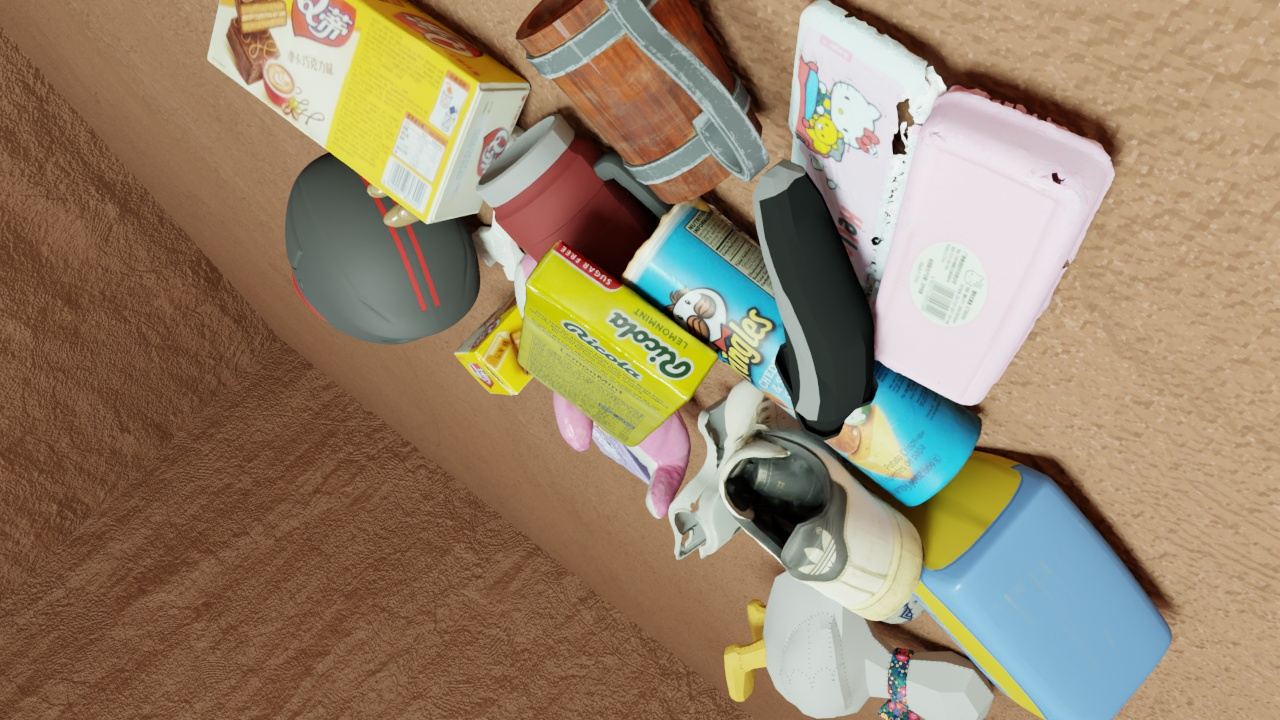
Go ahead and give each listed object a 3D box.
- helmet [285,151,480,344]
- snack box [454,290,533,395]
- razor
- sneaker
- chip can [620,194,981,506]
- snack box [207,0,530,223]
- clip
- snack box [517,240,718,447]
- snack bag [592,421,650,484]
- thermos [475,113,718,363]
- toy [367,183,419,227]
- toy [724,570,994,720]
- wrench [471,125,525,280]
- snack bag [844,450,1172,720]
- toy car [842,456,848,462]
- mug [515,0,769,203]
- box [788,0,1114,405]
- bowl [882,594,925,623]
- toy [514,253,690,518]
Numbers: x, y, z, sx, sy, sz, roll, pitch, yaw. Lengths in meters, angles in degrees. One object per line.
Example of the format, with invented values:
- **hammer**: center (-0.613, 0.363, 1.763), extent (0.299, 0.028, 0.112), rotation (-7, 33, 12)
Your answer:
- **helmet**: center (-0.254, -0.116, 0.886), extent (0.264, 0.164, 0.170), rotation (51, 151, 29)
- **snack box**: center (-0.126, -0.022, 0.936), extent (0.061, 0.105, 0.084), rotation (47, 161, -18)
- **razor**: center (0.090, -0.031, 0.474), extent (0.060, 0.057, 0.156), rotation (30, 149, 40)
- **sneaker**: center (0.089, 0.076, 0.621), extent (0.102, 0.089, 0.241), rotation (20, -162, -24)
- **chip can**: center (0.099, -0.008, 0.570), extent (0.229, 0.079, 0.080), rotation (39, 162, 2)
- **snack box**: center (-0.198, -0.207, 0.654), extent (0.230, 0.061, 0.110), rotation (37, 119, 14)
- **clip**: center (0.090, 0.103, 0.795), extent (0.092, 0.125, 0.152), rotation (34, 136, 28)
- **snack box**: center (-0.025, -0.003, 0.627), extent (0.121, 0.045, 0.181), rotation (36, 162, 1)
- **snack bag**: center (-0.024, 0.062, 1.004), extent (0.096, 0.058, 0.205), rotation (30, 161, 38)
- **thermos**: center (-0.012, -0.077, 0.644), extent (0.108, 0.083, 0.198), rotation (-24, 120, 36)
- **toy**: center (-0.192, -0.170, 0.753), extent (0.134, 0.105, 0.108), rotation (4, 117, 62)
- **toy**: center (0.223, 0.308, 0.963), extent (0.268, 0.140, 0.247), rotation (-5, 117, 33)
- **wrench**: center (-0.118, -0.133, 0.813), extent (0.066, 0.018, 0.274), rotation (41, 160, 1)
- **snack bag**: center (0.225, 0.139, 0.635), extent (0.159, 0.102, 0.205), rotation (47, 172, -16)
- **toy car**: center (0.155, 0.099, 0.766), extent (0.046, 0.034, 0.112), rotation (31, 159, 28)
- **mug**: center (0.010, -0.135, 0.443), extent (0.111, 0.081, 0.117), rotation (48, 179, -29)
- **box**: center (0.127, -0.062, 0.447), extent (0.154, 0.044, 0.201), rotation (34, 161, 21)
- **bowl**: center (0.209, 0.189, 0.822), extent (0.115, 0.059, 0.116), rotation (36, 161, 14)
- **toy**: center (-0.005, 0.005, 0.782), extent (0.128, 0.186, 0.266), rotation (-18, 126, 21)
